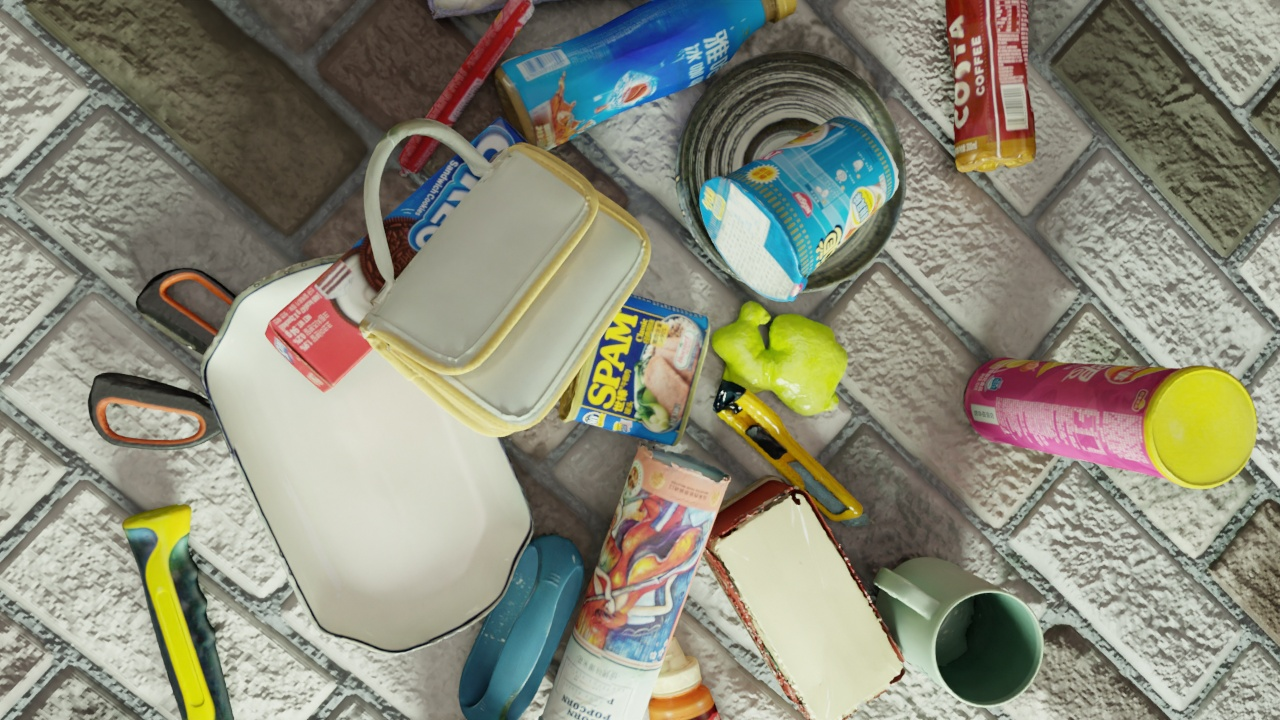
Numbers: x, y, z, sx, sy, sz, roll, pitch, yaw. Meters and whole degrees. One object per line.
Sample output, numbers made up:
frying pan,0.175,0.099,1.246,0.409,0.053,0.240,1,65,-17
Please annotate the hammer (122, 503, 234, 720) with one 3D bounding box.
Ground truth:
hammer,-0.293,0.258,0.625,0.126,0.032,0.323,-14,95,-10

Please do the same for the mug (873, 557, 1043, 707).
mug,0.216,0.186,0.673,0.111,0.106,0.082,35,87,-10

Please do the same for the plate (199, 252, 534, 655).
plate,-0.180,0.061,0.617,0.161,0.034,0.265,-25,93,-22

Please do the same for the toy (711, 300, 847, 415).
toy,0.107,-0.002,0.684,0.100,0.031,0.097,-16,98,-5

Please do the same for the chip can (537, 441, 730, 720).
chip can,-0.005,0.168,0.641,0.071,0.071,0.215,20,92,-10

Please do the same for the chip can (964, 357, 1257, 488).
chip can,0.307,0.035,0.630,0.071,0.210,0.071,0,92,-9

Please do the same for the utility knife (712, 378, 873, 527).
utility knife,0.115,0.075,0.688,0.167,0.015,0.033,43,120,-13

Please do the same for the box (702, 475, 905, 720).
box,0.116,0.178,0.671,0.091,0.077,0.168,-32,97,-8

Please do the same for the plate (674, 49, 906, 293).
plate,0.111,-0.138,0.684,0.179,0.024,0.179,0,92,-12

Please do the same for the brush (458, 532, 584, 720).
brush,-0.083,0.190,0.638,0.055,0.073,0.144,25,88,-6

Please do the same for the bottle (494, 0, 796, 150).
bottle,0.008,-0.216,0.642,0.218,0.065,0.065,-26,96,-9

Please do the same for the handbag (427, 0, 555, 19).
handbag,-0.062,-0.314,0.621,0.193,0.075,0.134,-11,99,-8

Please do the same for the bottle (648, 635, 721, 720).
bottle,0.035,0.275,0.672,0.066,0.067,0.149,-14,88,-9

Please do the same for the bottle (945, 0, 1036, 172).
bottle,0.261,-0.233,0.688,0.057,0.057,0.175,-5,93,-10

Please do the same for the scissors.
scissors,-0.258,0.036,0.625,0.197,0.022,0.227,-36,97,-15

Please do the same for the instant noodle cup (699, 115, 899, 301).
instant noodle cup,0.113,-0.110,0.631,0.109,0.099,0.099,-37,98,-17

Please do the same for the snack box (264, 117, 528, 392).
snack box,-0.147,-0.071,0.599,0.057,0.058,0.207,47,68,-12

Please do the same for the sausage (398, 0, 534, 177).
sausage,-0.119,-0.187,0.624,0.020,0.020,0.156,38,104,-9

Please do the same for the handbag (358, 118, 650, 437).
handbag,-0.098,-0.062,0.558,0.178,0.063,0.163,39,70,-12

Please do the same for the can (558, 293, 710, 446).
can,-0.004,0.004,0.653,0.083,0.057,0.102,16,89,-12
